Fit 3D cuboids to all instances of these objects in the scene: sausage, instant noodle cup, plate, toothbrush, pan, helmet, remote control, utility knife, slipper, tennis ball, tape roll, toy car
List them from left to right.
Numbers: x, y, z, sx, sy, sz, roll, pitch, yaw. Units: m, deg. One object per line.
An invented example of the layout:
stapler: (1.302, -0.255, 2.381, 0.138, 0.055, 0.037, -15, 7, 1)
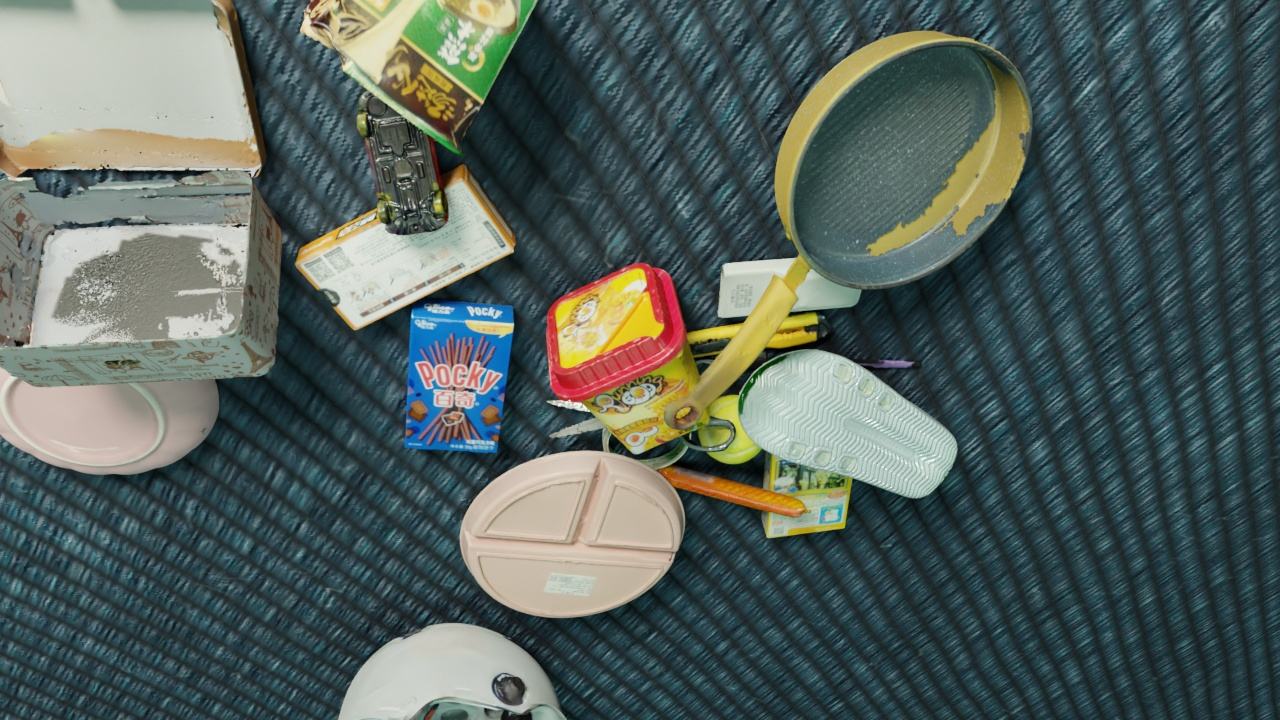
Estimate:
plate: (-0.458, 0.034, 0.765, 0.192, 0.039, 0.193, -4, 131, -5)
toy car: (-0.167, -0.143, 0.651, 0.049, 0.031, 0.106, -9, 107, 4)
helmet: (-0.213, 0.385, 1.038, 0.258, 0.145, 0.230, 9, 130, -27)
plate: (-0.066, 0.184, 0.926, 0.229, 0.028, 0.230, -5, 128, -7)
instant noodle cup: (-0.005, 0.004, 0.761, 0.116, 0.116, 0.124, -24, 132, 11)
tape roll: (0.006, 0.074, 0.890, 0.086, 0.013, 0.086, -4, 131, -5)
utility knife: (0.063, -0.014, 0.821, 0.223, 0.015, 0.033, -10, 129, 0)
sausage: (0.091, 0.131, 0.922, 0.165, 0.021, 0.021, 15, 129, 1)
tennis ball: (0.086, 0.064, 0.859, 0.065, 0.065, 0.066, -4, 131, -5)
remote control: (0.128, -0.063, 0.784, 0.125, 0.024, 0.049, -5, 131, -4)
pan: (0.142, -0.084, 0.692, 0.358, 0.078, 0.197, -42, 129, 12)
toothbrush: (0.177, 0.000, 0.856, 0.189, 0.016, 0.014, 1, 142, -14)
slipper: (0.194, 0.057, 0.854, 0.245, 0.074, 0.104, 24, 99, -27)

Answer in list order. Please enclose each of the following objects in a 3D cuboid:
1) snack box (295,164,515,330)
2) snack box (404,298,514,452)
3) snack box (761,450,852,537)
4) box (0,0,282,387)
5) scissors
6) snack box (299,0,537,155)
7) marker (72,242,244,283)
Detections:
snack box: (-0.182, -0.086, 0.713, 0.154, 0.026, 0.075, -24, 129, 11)
snack box: (-0.161, 0.018, 0.806, 0.084, 0.026, 0.157, 4, 130, -12)
snack box: (0.172, 0.124, 0.948, 0.087, 0.033, 0.141, -7, 133, -3)
box: (-0.349, -0.113, 0.622, 0.179, 0.136, 0.269, -2, 101, -6)
scissors: (0.007, 0.048, 0.832, 0.164, 0.164, 0.014, -46, 164, -5)
snack box: (-0.126, -0.213, 0.563, 0.117, 0.118, 0.106, 35, 108, -32)
marker: (-0.373, -0.075, 0.699, 0.145, 0.017, 0.017, -9, 131, -1)
